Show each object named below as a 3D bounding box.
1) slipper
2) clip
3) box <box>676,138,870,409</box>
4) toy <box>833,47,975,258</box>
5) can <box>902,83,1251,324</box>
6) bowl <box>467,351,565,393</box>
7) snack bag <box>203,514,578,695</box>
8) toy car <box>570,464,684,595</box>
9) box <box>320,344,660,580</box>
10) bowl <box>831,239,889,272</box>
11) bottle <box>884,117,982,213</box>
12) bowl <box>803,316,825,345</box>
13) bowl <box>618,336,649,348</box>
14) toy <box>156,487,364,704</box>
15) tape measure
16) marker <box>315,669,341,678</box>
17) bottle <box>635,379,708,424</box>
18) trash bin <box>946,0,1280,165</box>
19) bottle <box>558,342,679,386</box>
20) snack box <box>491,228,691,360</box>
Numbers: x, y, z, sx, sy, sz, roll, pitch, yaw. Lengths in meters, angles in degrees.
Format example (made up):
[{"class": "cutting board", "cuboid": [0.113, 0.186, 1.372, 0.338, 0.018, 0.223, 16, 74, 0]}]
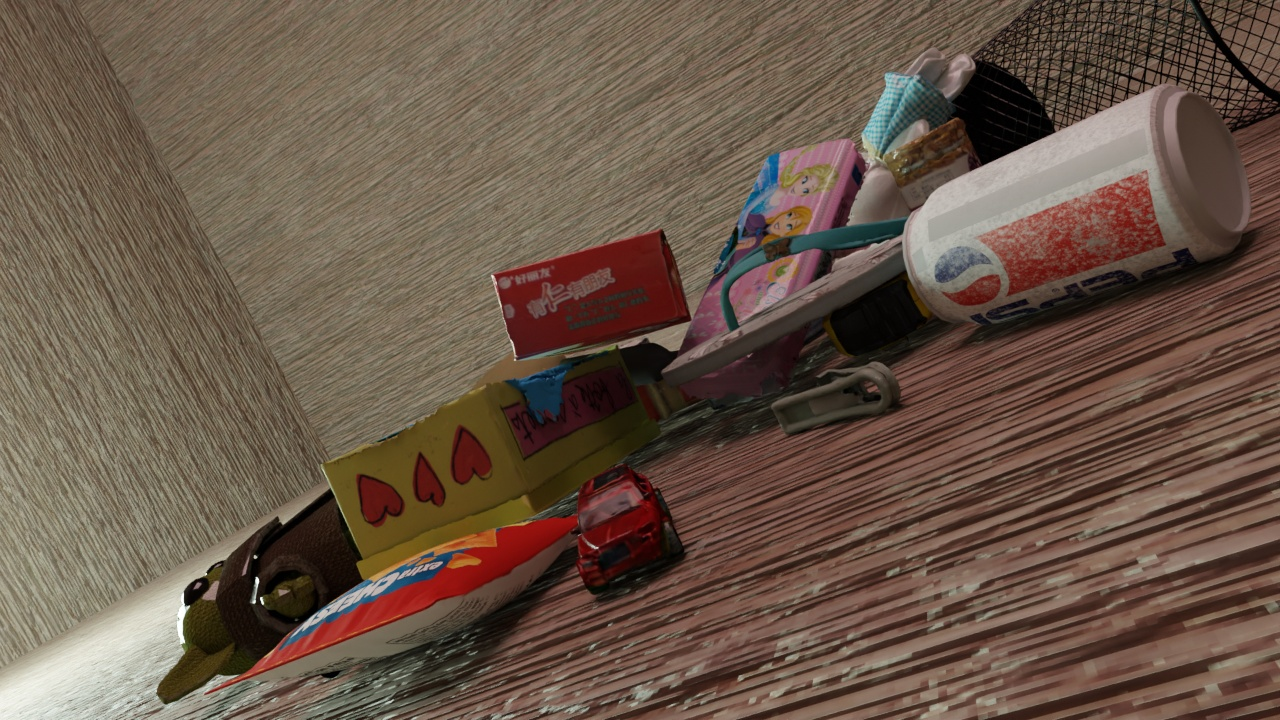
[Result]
[{"class": "slipper", "cuboid": [0.126, -0.066, 0.545, 0.268, 0.055, 0.098, -28, 5, -7]}, {"class": "clip", "cuboid": [0.100, 0.016, 0.449, 0.059, 0.023, 0.076, -31, 3, -22]}, {"class": "box", "cuboid": [0.102, -0.065, 0.666, 0.085, 0.053, 0.229, -3, 49, 39]}, {"class": "toy", "cuboid": [0.203, -0.165, 0.764, 0.205, 0.105, 0.131, -54, 39, 11]}, {"class": "can", "cuboid": [0.201, -0.067, 0.437, 0.078, 0.078, 0.136, -31, 6, -38]}, {"class": "bowl", "cuboid": [-0.115, 0.056, 0.859, 0.152, 0.050, 0.152, -45, -17, -18]}, {"class": "snack bag", "cuboid": [-0.102, 0.111, 0.427, 0.131, 0.039, 0.143, -26, -4, 25]}, {"class": "toy car", "cuboid": [-0.008, 0.071, 0.398, 0.042, 0.036, 0.091, -26, 10, 1]}, {"class": "box", "cuboid": [-0.082, 0.057, 0.584, 0.125, 0.081, 0.220, -25, 0, 17]}, {"class": "bowl", "cuboid": [0.196, -0.072, 0.763, 0.110, 0.040, 0.110, -25, 4, 2]}, {"class": "bottle", "cuboid": [0.216, -0.107, 0.633, 0.056, 0.105, 0.056, -27, 5, 2]}, {"class": "bowl", "cuboid": [0.089, -0.027, 0.789, 0.137, 0.057, 0.137, -27, 5, 2]}, {"class": "bowl", "cuboid": [-0.031, 0.032, 0.782, 0.113, 0.063, 0.113, -27, 4, 2]}, {"class": "toy", "cuboid": [-0.214, 0.135, 0.573, 0.153, 0.078, 0.179, -30, 7, 1]}, {"class": "tape measure", "cuboid": [0.146, -0.027, 0.559, 0.066, 0.037, 0.064, -28, 3, 20]}, {"class": "marker", "cuboid": [-0.142, 0.138, 0.524, 0.016, 0.016, 0.140, -26, 4, 16]}, {"class": "bottle", "cuboid": [0.031, 0.018, 0.710, 0.109, 0.044, 0.044, -26, 4, 0]}, {"class": "trash bin", "cuboid": [0.365, -0.224, 0.712, 0.183, 0.184, 0.211, -30, 0, -34]}, {"class": "bottle", "cuboid": [-0.004, 0.004, 0.683, 0.113, 0.030, 0.030, -10, 10, 19]}, {"class": "snack box", "cuboid": [-0.024, -0.043, 0.678, 0.113, 0.060, 0.236, -15, 1, 5]}]
